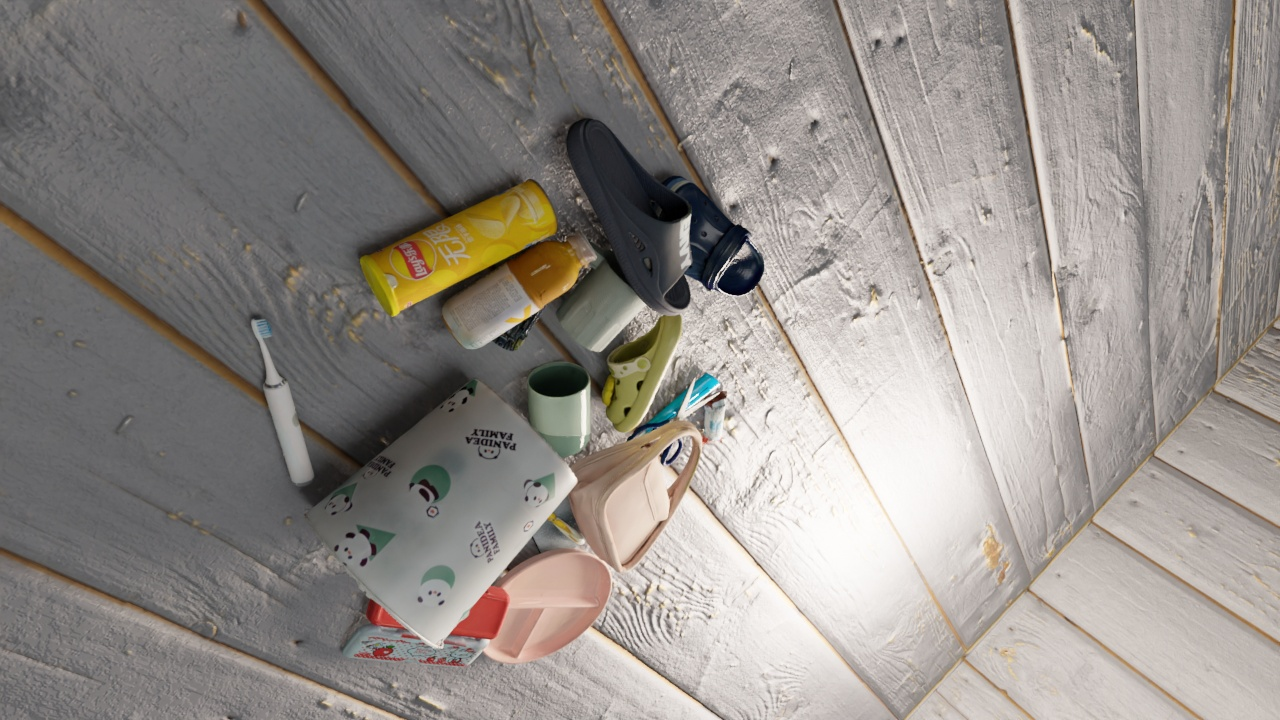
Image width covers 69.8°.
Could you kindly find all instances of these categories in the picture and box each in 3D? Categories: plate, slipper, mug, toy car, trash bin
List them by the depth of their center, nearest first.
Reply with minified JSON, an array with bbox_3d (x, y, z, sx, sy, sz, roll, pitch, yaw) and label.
[{"bbox_3d":[0.008,-0.169,1.081,0.268,0.083,0.110,59,32,-26],"label":"slipper"},{"bbox_3d":[-0.226,0.172,1.099,0.251,0.230,0.230,-44,137,-13],"label":"trash bin"},{"bbox_3d":[-0.145,-0.062,1.124,0.049,0.031,0.106,33,102,-7],"label":"toy car"},{"bbox_3d":[-0.060,-0.084,1.146,0.124,0.083,0.104,34,113,-20],"label":"mug"},{"bbox_3d":[-0.101,0.061,1.226,0.111,0.082,0.106,-50,148,-49],"label":"mug"},{"bbox_3d":[0.096,-0.147,1.228,0.105,0.095,0.252,-55,140,2],"label":"slipper"},{"bbox_3d":[-0.008,0.007,1.269,0.081,0.091,0.191,25,114,-8],"label":"slipper"},{"bbox_3d":[-0.150,0.378,1.423,0.229,0.028,0.230,-18,131,-22],"label":"plate"}]

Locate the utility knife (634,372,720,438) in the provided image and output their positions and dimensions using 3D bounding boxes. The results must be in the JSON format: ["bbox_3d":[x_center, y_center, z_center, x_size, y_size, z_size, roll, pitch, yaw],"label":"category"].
[{"bbox_3d":[0.043,0.084,1.397,0.191,0.018,0.034,-39,136,-9],"label":"utility knife"}]

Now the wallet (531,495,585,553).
[{"bbox_3d":[-0.118,0.249,1.380,0.097,0.019,0.121,-31,135,-16],"label":"wallet"}]

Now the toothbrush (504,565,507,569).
[{"bbox_3d":[-0.203,0.223,1.291,0.021,0.029,0.189,3,123,2],"label":"toothbrush"}]

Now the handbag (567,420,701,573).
[{"bbox_3d":[0.008,0.183,1.366,0.233,0.093,0.193,-37,139,-22],"label":"handbag"}]

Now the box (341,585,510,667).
[{"bbox_3d":[-0.295,0.371,1.281,0.201,0.060,0.161,19,107,-34],"label":"box"}]

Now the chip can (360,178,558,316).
[{"bbox_3d":[-0.198,-0.127,1.016,0.213,0.072,0.072,-31,134,-21],"label":"chip can"}]

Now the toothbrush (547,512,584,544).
[{"bbox_3d":[-0.125,0.232,1.333,0.016,0.018,0.191,-40,138,-3],"label":"toothbrush"}]

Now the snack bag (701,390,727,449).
[{"bbox_3d":[0.116,0.095,1.457,0.045,0.026,0.105,-12,125,-22],"label":"snack bag"}]

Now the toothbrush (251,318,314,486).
[{"bbox_3d":[-0.395,0.048,1.009,0.026,0.026,0.221,-8,125,-10],"label":"toothbrush"}]

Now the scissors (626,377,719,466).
[{"bbox_3d":[0.049,0.099,1.392,0.175,0.012,0.163,-24,137,-23],"label":"scissors"}]

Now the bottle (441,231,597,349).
[{"bbox_3d":[-0.139,-0.085,1.068,0.189,0.068,0.068,-32,136,2],"label":"bottle"}]
